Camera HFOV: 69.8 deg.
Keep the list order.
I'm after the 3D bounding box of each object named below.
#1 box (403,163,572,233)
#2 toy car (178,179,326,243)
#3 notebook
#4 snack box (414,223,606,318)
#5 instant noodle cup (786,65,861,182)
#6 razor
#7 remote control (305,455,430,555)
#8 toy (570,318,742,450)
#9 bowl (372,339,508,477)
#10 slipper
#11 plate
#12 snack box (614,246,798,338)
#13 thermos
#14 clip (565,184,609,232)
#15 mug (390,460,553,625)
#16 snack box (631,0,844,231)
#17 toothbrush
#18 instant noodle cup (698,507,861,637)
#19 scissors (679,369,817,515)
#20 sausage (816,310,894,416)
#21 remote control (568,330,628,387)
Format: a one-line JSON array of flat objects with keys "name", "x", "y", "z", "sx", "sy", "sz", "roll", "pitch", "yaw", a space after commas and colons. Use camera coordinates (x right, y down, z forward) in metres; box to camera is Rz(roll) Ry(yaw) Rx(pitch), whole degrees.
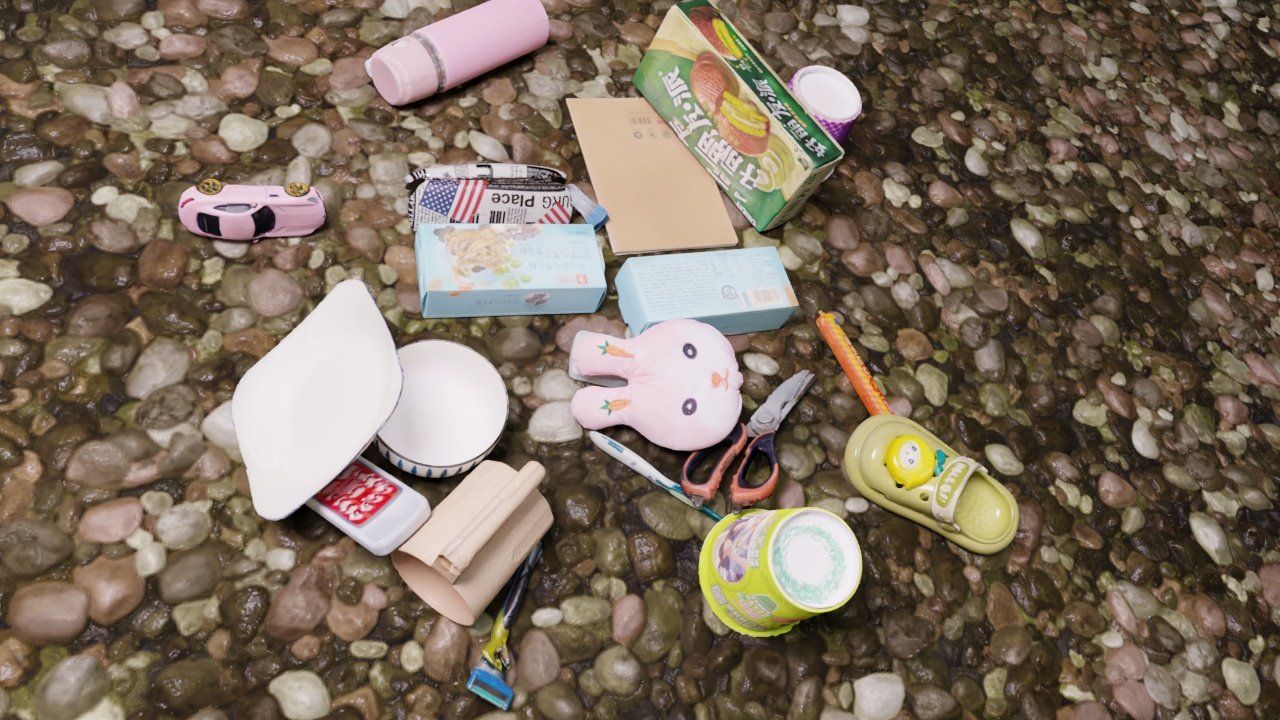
[{"name": "box", "x": -0.147, "y": -0.151, "z": 0.899, "sx": 0.162, "sy": 0.076, "sz": 0.087, "roll": -2, "pitch": 83, "yaw": -23}, {"name": "toy car", "x": -0.345, "y": -0.131, "z": 0.820, "sx": 0.122, "sy": 0.056, "sz": 0.037, "roll": -3, "pitch": 60, "yaw": -20}, {"name": "notebook", "x": 0.011, "y": -0.208, "z": 1.010, "sx": 0.147, "sy": 0.008, "sz": 0.207, "roll": -7, "pitch": 65, "yaw": -22}, {"name": "snack box", "x": -0.123, "y": -0.086, "z": 0.871, "sx": 0.174, "sy": 0.052, "sz": 0.074, "roll": -3, "pitch": 63, "yaw": -20}, {"name": "instant noodle cup", "x": 0.194, "y": -0.275, "z": 1.055, "sx": 0.111, "sy": 0.099, "sz": 0.111, "roll": 7, "pitch": 61, "yaw": -13}, {"name": "razor", "x": -0.105, "y": 0.203, "z": 0.738, "sx": 0.042, "sy": 0.022, "sz": 0.142, "roll": 44, "pitch": 46, "yaw": -33}, {"name": "remote control", "x": -0.225, "y": 0.103, "z": 0.716, "sx": 0.136, "sy": 0.020, "sz": 0.055, "roll": 24, "pitch": 52, "yaw": 33}, {"name": "toy", "x": 0.016, "y": 0.022, "z": 0.840, "sx": 0.159, "sy": 0.054, "sz": 0.121, "roll": 0, "pitch": 84, "yaw": -8}, {"name": "bowl", "x": -0.174, "y": 0.047, "z": 0.773, "sx": 0.116, "sy": 0.066, "sz": 0.116, "roll": 8, "pitch": 61, "yaw": -15}, {"name": "slipper", "x": 0.291, "y": 0.115, "z": 0.878, "sx": 0.190, "sy": 0.082, "sz": 0.091, "roll": 31, "pitch": 71, "yaw": -5}, {"name": "plate", "x": -0.248, "y": 0.032, "z": 0.722, "sx": 0.164, "sy": 0.034, "sz": 0.163, "roll": -41, "pitch": 51, "yaw": 9}, {"name": "snack box", "x": 0.067, "y": -0.066, "z": 0.925, "sx": 0.174, "sy": 0.052, "sz": 0.074, "roll": -7, "pitch": 64, "yaw": -23}, {"name": "thermos", "x": -0.198, "y": -0.336, "z": 0.982, "sx": 0.087, "sy": 0.067, "sz": 0.198, "roll": 29, "pitch": 53, "yaw": 37}, {"name": "clip", "x": -0.059, "y": -0.160, "z": 0.952, "sx": 0.026, "sy": 0.038, "sz": 0.058, "roll": -46, "pitch": 78, "yaw": 2}, {"name": "mug", "x": -0.124, "y": 0.133, "z": 0.710, "sx": 0.084, "sy": 0.125, "sz": 0.103, "roll": 41, "pitch": 56, "yaw": 2}, {"name": "snack box", "x": 0.102, "y": -0.268, "z": 1.002, "sx": 0.063, "sy": 0.115, "sz": 0.240, "roll": -32, "pitch": 79, "yaw": -36}, {"name": "toothbrush", "x": 0.035, "y": 0.116, "z": 0.837, "sx": 0.191, "sy": 0.016, "sz": 0.018, "roll": 33, "pitch": 47, "yaw": 1}, {"name": "instant noodle cup", "x": 0.120, "y": 0.171, "z": 0.760, "sx": 0.111, "sy": 0.124, "sz": 0.111, "roll": 4, "pitch": 72, "yaw": -14}, {"name": "scissors", "x": 0.124, "y": 0.071, "z": 0.866, "sx": 0.208, "sy": 0.015, "sz": 0.185, "roll": -14, "pitch": 36, "yaw": -14}, {"name": "sausage", "x": 0.227, "y": 0.016, "z": 0.951, "sx": 0.021, "sy": 0.022, "sz": 0.165, "roll": -18, "pitch": 70, "yaw": -26}, {"name": "remote control", "x": -0.005, "y": 0.005, "z": 0.878, "sx": 0.125, "sy": 0.024, "sz": 0.049, "roll": 12, "pitch": 61, "yaw": -13}]
